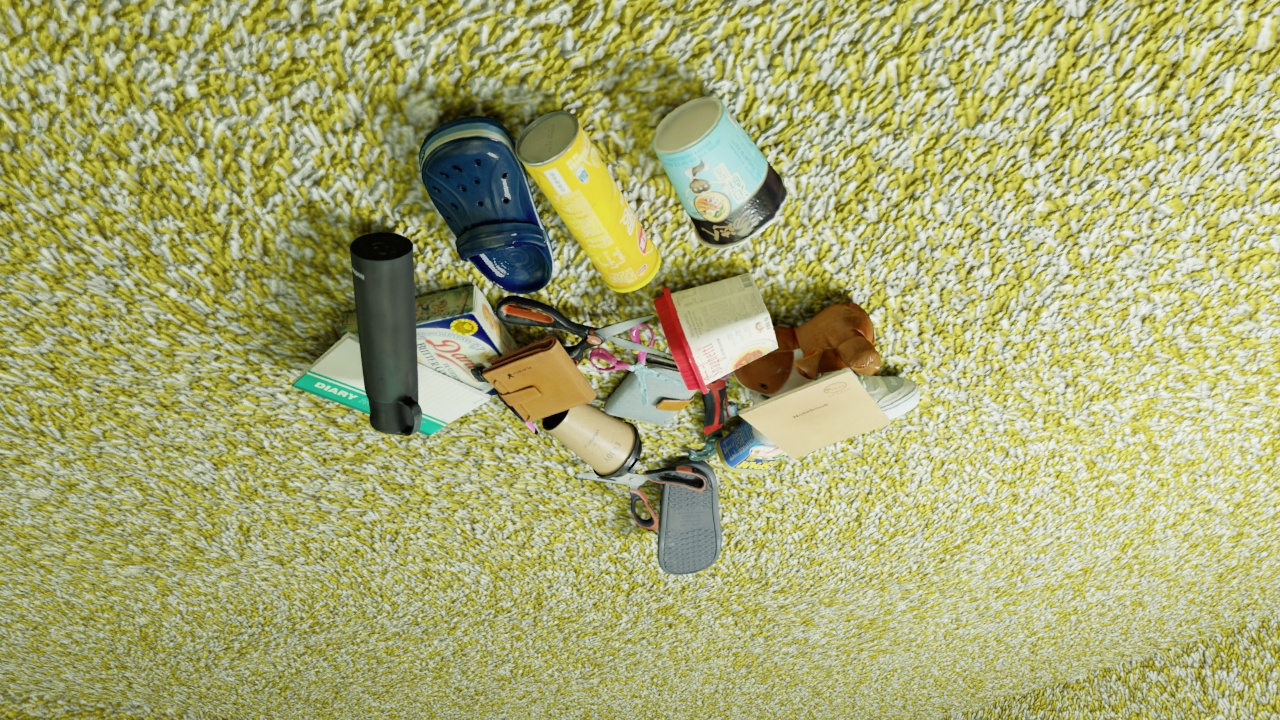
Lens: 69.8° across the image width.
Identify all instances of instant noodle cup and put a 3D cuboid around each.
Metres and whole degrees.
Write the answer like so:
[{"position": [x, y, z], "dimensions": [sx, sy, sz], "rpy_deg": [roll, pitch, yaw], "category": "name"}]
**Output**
[{"position": [0.094, -0.039, 1.120], "dimensions": [0.124, 0.116, 0.116], "rpy_deg": [-21, 142, 5], "category": "instant noodle cup"}, {"position": [0.072, -0.191, 0.910], "dimensions": [0.111, 0.111, 0.120], "rpy_deg": [-21, 133, 24], "category": "instant noodle cup"}]

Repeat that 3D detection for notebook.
[{"position": [-0.325, 0.038, 1.200], "dimensions": [0.209, 0.012, 0.151], "rpy_deg": [27, 138, -35], "category": "notebook"}, {"position": [0.230, 0.074, 1.188], "dimensions": [0.148, 0.008, 0.207], "rpy_deg": [-23, 150, 19], "category": "notebook"}]

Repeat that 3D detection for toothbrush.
[{"position": [0.122, 0.030, 1.293], "dimensions": [0.017, 0.016, 0.188], "rpy_deg": [-14, 144, 1], "category": "toothbrush"}, {"position": [-0.180, 0.057, 1.237], "dimensions": [0.018, 0.014, 0.189], "rpy_deg": [-4, 149, 19], "category": "toothbrush"}]

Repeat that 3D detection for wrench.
[{"position": [0.103, 0.084, 1.349], "dimensions": [0.056, 0.016, 0.274], "rpy_deg": [-11, 150, -7], "category": "wrench"}]

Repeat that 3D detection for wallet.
[{"position": [-0.130, 0.028, 1.188], "dimensions": [0.108, 0.031, 0.132], "rpy_deg": [-20, 141, 10], "category": "wallet"}, {"position": [0.022, 0.048, 1.291], "dimensions": [0.106, 0.036, 0.130], "rpy_deg": [15, 140, -22], "category": "wallet"}]

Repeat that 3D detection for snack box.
[{"position": [-0.259, -0.010, 1.182], "dimensions": [0.183, 0.045, 0.178], "rpy_deg": [-11, 144, 12], "category": "snack box"}]

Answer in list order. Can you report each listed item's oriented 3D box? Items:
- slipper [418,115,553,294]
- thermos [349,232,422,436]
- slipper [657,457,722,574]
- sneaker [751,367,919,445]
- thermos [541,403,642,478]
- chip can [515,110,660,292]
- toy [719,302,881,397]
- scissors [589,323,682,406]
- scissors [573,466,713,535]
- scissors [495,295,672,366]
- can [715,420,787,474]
[{"position": [-0.159, -0.143, 0.966], "dimensions": [0.105, 0.095, 0.253], "rpy_deg": [-11, 147, 6], "category": "slipper"}, {"position": [-0.285, -0.022, 1.065], "dimensions": [0.068, 0.090, 0.243], "rpy_deg": [-30, 137, -40], "category": "thermos"}, {"position": [0.084, 0.256, 1.562], "dimensions": [0.110, 0.083, 0.269], "rpy_deg": [0, 126, 0], "category": "slipper"}, {"position": [0.268, 0.043, 1.275], "dimensions": [0.242, 0.089, 0.091], "rpy_deg": [-13, 114, -6], "category": "sneaker"}, {"position": [-0.070, 0.108, 1.331], "dimensions": [0.093, 0.092, 0.143], "rpy_deg": [-30, 130, 32], "category": "thermos"}, {"position": [-0.051, -0.160, 0.964], "dimensions": [0.072, 0.072, 0.213], "rpy_deg": [-16, 143, 17], "category": "chip can"}, {"position": [0.205, 0.001, 1.179], "dimensions": [0.200, 0.130, 0.140], "rpy_deg": [-8, 170, 19], "category": "toy"}, {"position": [-0.009, 0.007, 1.221], "dimensions": [0.135, 0.017, 0.133], "rpy_deg": [1, 124, 14], "category": "scissors"}, {"position": [0.006, 0.195, 1.465], "dimensions": [0.189, 0.015, 0.223], "rpy_deg": [-24, 120, 15], "category": "scissors"}, {"position": [-0.080, -0.029, 1.155], "dimensions": [0.232, 0.021, 0.222], "rpy_deg": [25, 147, -19], "category": "scissors"}, {"position": [0.178, 0.126, 1.382], "dimensions": [0.102, 0.057, 0.083], "rpy_deg": [9, 140, -38], "category": "can"}]
